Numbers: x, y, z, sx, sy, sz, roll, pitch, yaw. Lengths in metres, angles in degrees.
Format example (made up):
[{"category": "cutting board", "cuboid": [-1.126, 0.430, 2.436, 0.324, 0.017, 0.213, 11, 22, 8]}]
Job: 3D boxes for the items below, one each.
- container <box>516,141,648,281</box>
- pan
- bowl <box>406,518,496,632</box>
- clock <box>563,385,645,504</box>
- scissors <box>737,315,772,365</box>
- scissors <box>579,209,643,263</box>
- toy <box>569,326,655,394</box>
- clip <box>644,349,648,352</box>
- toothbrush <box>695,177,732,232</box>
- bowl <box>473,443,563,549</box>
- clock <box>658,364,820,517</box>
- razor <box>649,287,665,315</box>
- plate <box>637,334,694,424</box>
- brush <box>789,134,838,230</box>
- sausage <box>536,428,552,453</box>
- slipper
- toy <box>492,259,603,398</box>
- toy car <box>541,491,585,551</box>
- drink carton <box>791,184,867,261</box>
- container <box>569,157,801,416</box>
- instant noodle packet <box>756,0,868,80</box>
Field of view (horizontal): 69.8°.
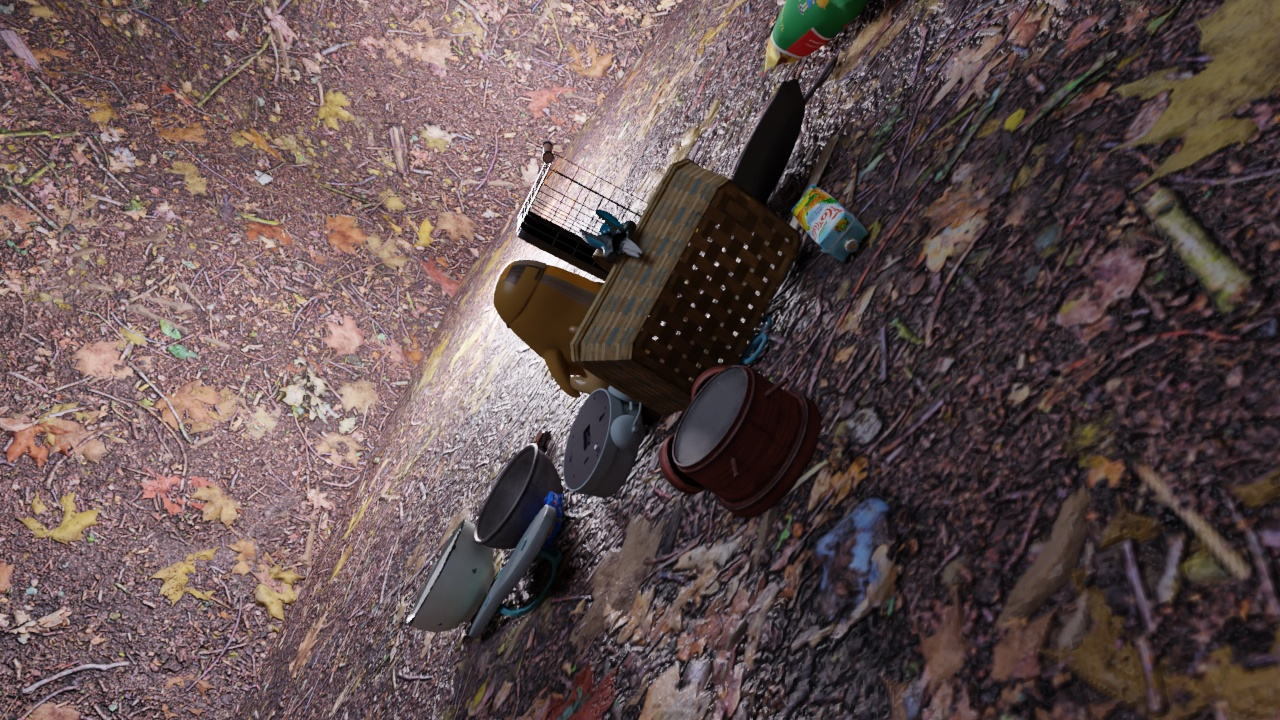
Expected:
[{"category": "container", "cuboid": [-0.070, -0.221, 1.430, 0.130, 0.241, 0.162, -60, 16, 16]}, {"category": "pan", "cuboid": [0.180, -0.277, 1.121, 0.353, 0.024, 0.217, -54, -14, -34]}, {"category": "bowl", "cuboid": [-0.242, 0.294, 1.219, 0.154, 0.073, 0.153, -58, 10, 16]}, {"category": "clock", "cuboid": [-0.038, 0.088, 1.053, 0.160, 0.045, 0.122, -53, 28, 36]}, {"category": "scissors", "cuboid": [0.092, 0.009, 0.958, 0.139, 0.015, 0.063, -52, 19, 35]}, {"category": "scissors", "cuboid": [-0.028, -0.136, 0.965, 0.130, 0.019, 0.137, -27, 44, 41]}, {"category": "toy", "cuboid": [-0.048, -0.003, 1.226, 0.106, 0.134, 0.108, 42, 127, 51]}, {"category": "clip", "cuboid": [-0.009, 0.006, 1.185, 0.039, 0.053, 0.047, -30, 62, 53]}, {"category": "toothbrush", "cuboid": [0.130, -0.236, 1.233, 0.030, 0.031, 0.197, -12, -29, -47]}, {"category": "bowl", "cuboid": [-0.148, 0.186, 1.183, 0.145, 0.067, 0.144, -49, 18, 23]}, {"category": "clock", "cuboid": [0.078, 0.064, 0.786, 0.120, 0.072, 0.158, -61, 19, -13]}, {"category": "razor", "cuboid": [0.031, -0.108, 1.305, 0.043, 0.026, 0.105, -45, 16, 38]}, {"category": "plate", "cuboid": [0.021, 0.017, 1.100, 0.132, 0.025, 0.131, -49, 19, 23]}, {"category": "brush", "cuboid": [0.184, -0.177, 1.031, 0.033, 0.012, 0.217, -25, 34, 59]}, {"category": "sausage", "cuboid": [-0.161, 0.162, 1.344, 0.020, 0.020, 0.155, -32, 30, 53]}, {"category": "slipper", "cuboid": [-0.137, 0.254, 1.087, 0.270, 0.054, 0.098, -55, 11, 45]}, {"category": "toy", "cuboid": [-0.123, -0.062, 1.326, 0.163, 0.203, 0.198, -33, 29, 53]}, {"category": "toy car", "cuboid": [-0.088, 0.189, 1.113, 0.033, 0.062, 0.092, -99, 16, -67]}, {"category": "drink carton", "cuboid": [0.185, -0.137, 0.909, 0.044, 0.038, 0.128, -51, 18, 17]}, {"category": "container", "cuboid": [0.038, -0.076, 0.985, 0.249, 0.157, 0.186, -61, 26, -6]}, {"category": "instant noodle packet", "cuboid": [0.267, -0.518, 1.277, 0.253, 0.090, 0.195, -26, 34, 59]}]
